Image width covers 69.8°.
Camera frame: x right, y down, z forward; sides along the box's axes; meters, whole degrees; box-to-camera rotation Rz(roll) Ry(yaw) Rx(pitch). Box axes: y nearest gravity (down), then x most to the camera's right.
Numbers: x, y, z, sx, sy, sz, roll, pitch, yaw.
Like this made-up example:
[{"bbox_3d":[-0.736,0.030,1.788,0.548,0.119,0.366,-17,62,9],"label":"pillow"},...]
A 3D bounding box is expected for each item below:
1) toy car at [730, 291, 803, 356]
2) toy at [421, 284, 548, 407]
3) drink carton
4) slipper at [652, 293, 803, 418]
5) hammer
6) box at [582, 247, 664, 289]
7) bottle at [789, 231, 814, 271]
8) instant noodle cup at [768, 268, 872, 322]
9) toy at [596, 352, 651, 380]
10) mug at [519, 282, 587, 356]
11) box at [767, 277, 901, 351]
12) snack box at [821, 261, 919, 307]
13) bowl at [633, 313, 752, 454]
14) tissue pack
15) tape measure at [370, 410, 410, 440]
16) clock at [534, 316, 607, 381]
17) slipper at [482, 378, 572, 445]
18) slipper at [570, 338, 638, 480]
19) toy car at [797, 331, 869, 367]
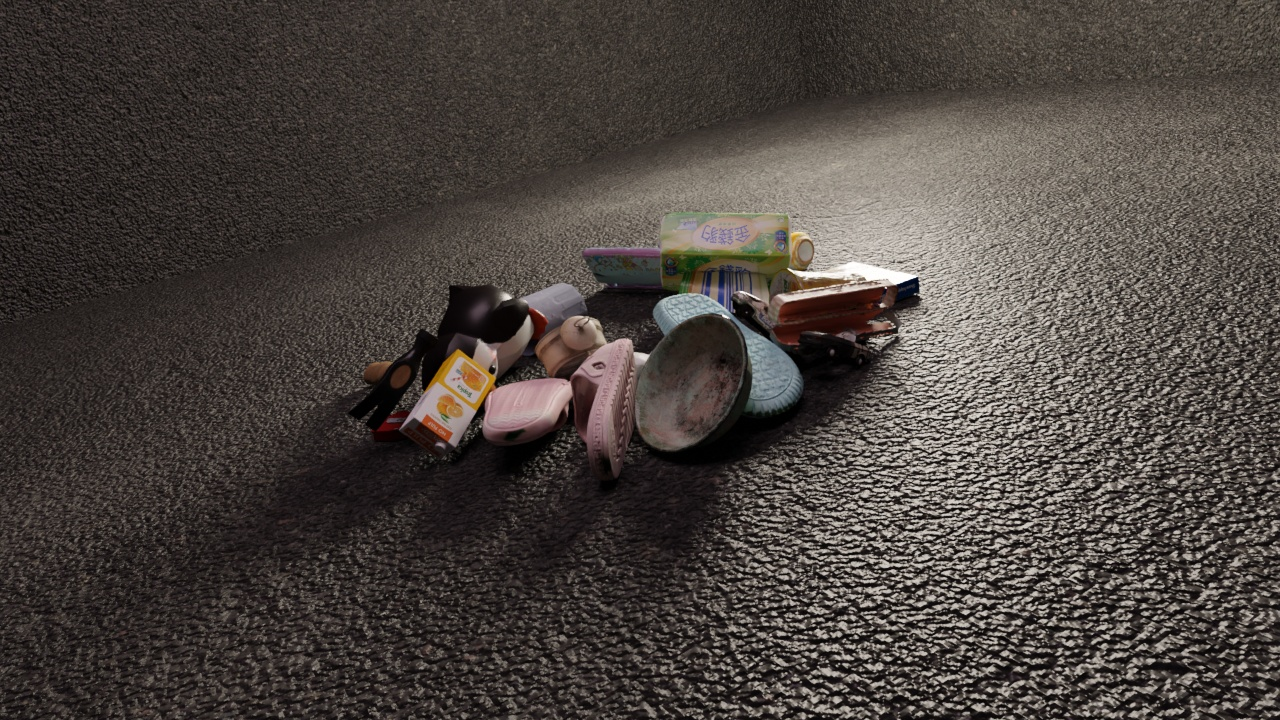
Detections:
[{"bbox_3d":[0.158,-0.047,1.122,0.040,0.113,0.048,-48,3,3],"label":"toy car"},{"bbox_3d":[-0.231,-0.014,1.211,0.159,0.140,0.183,-43,13,36],"label":"toy"},{"bbox_3d":[-0.226,0.053,1.075,0.040,0.058,0.122,-35,22,42],"label":"drink carton"},{"bbox_3d":[0.096,0.002,1.075,0.115,0.070,0.276,-14,34,-18],"label":"slipper"},{"bbox_3d":[-0.345,0.023,1.232,0.132,0.040,0.306,-56,18,-13],"label":"hammer"},{"bbox_3d":[0.014,-0.150,1.545,0.215,0.062,0.140,5,-8,40],"label":"box"},{"bbox_3d":[0.228,-0.178,1.495,0.063,0.063,0.109,-27,22,-35],"label":"bottle"},{"bbox_3d":[0.232,-0.072,1.172,0.108,0.102,0.102,-8,18,-17],"label":"instant noodle cup"},{"bbox_3d":[-0.007,0.007,1.160,0.125,0.037,0.076,-10,9,-23],"label":"toy"},{"bbox_3d":[-0.154,-0.057,1.385,0.103,0.084,0.124,-30,-1,-41],"label":"mug"},{"bbox_3d":[0.237,-0.057,1.102,0.186,0.076,0.055,-11,-14,-25],"label":"box"},{"bbox_3d":[0.315,-0.108,1.305,0.081,0.026,0.150,-19,20,-19],"label":"snack box"},{"bbox_3d":[0.061,0.029,0.964,0.158,0.038,0.157,-28,48,36],"label":"bowl"},{"bbox_3d":[0.124,-0.132,1.353,0.198,0.120,0.141,-2,63,10],"label":"tissue pack"},{"bbox_3d":[-0.306,0.081,1.166,0.051,0.019,0.058,-3,22,27],"label":"tape measure"},{"bbox_3d":[-0.081,-0.017,1.171,0.092,0.054,0.141,-20,-21,-20],"label":"clock"},{"bbox_3d":[-0.129,0.061,1.065,0.107,0.056,0.221,-10,11,1],"label":"slipper"},{"bbox_3d":[-0.044,0.047,0.997,0.064,0.094,0.238,-4,24,8],"label":"slipper"},{"bbox_3d":[0.224,-0.018,1.058,0.092,0.037,0.040,14,-1,-38],"label":"toy car"}]
